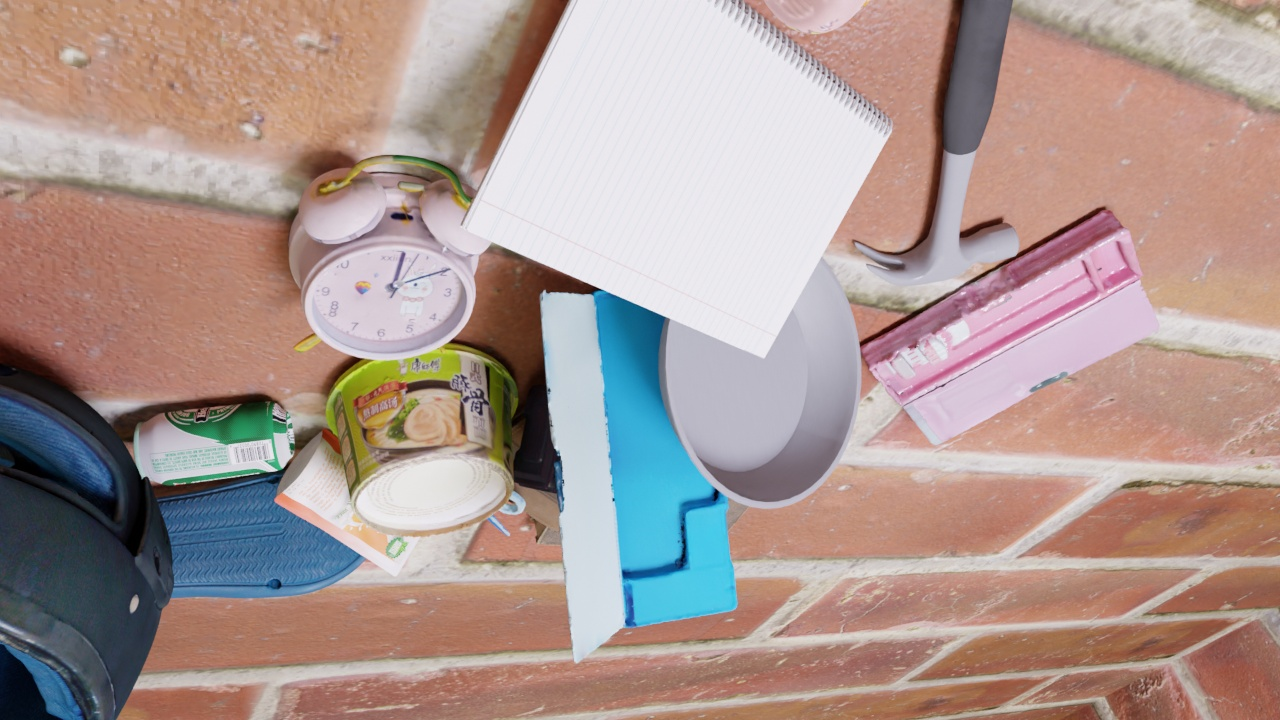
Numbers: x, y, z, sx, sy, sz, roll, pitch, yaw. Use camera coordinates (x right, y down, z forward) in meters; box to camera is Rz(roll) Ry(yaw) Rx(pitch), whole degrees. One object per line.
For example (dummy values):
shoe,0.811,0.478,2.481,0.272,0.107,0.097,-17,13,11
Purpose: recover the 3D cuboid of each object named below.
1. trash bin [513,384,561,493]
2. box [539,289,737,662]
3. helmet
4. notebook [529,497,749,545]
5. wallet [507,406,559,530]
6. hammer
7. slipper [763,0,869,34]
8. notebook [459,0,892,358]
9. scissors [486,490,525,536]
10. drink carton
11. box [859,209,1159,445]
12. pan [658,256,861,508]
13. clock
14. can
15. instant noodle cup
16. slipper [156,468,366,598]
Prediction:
trash bin,-0.014,0.074,0.735,0.160,0.093,0.092,16,170,-29
box,-0.013,0.070,0.651,0.169,0.243,0.071,-5,-179,-43
helmet,-0.420,0.112,0.544,0.248,0.235,0.317,-2,140,-19
notebook,0.024,0.122,0.895,0.215,0.034,0.191,7,136,-28
wallet,-0.082,0.096,0.800,0.121,0.026,0.099,38,124,-25
hammer,0.211,-0.158,0.603,0.125,0.029,0.311,-16,143,-2
slipper,0.119,-0.247,0.415,0.081,0.093,0.198,-16,147,-36
notebook,0.036,-0.114,0.540,0.245,0.013,0.178,21,102,-39
scissors,-0.142,0.125,0.818,0.127,0.015,0.125,6,146,33
drink carton,-0.225,0.116,0.742,0.122,0.069,0.039,43,149,-28
box,0.331,-0.021,0.820,0.233,0.039,0.179,-31,138,19
pan,0.039,-0.043,0.622,0.356,0.200,0.051,44,152,-29
clock,-0.151,-0.065,0.561,0.116,0.058,0.158,3,139,-25
can,-0.309,0.060,0.671,0.101,0.053,0.053,-7,143,-13
instant noodle cup,-0.160,0.065,0.695,0.146,0.097,0.146,-10,144,-8
slipper,-0.320,0.148,0.743,0.213,0.103,0.059,-6,156,-17
